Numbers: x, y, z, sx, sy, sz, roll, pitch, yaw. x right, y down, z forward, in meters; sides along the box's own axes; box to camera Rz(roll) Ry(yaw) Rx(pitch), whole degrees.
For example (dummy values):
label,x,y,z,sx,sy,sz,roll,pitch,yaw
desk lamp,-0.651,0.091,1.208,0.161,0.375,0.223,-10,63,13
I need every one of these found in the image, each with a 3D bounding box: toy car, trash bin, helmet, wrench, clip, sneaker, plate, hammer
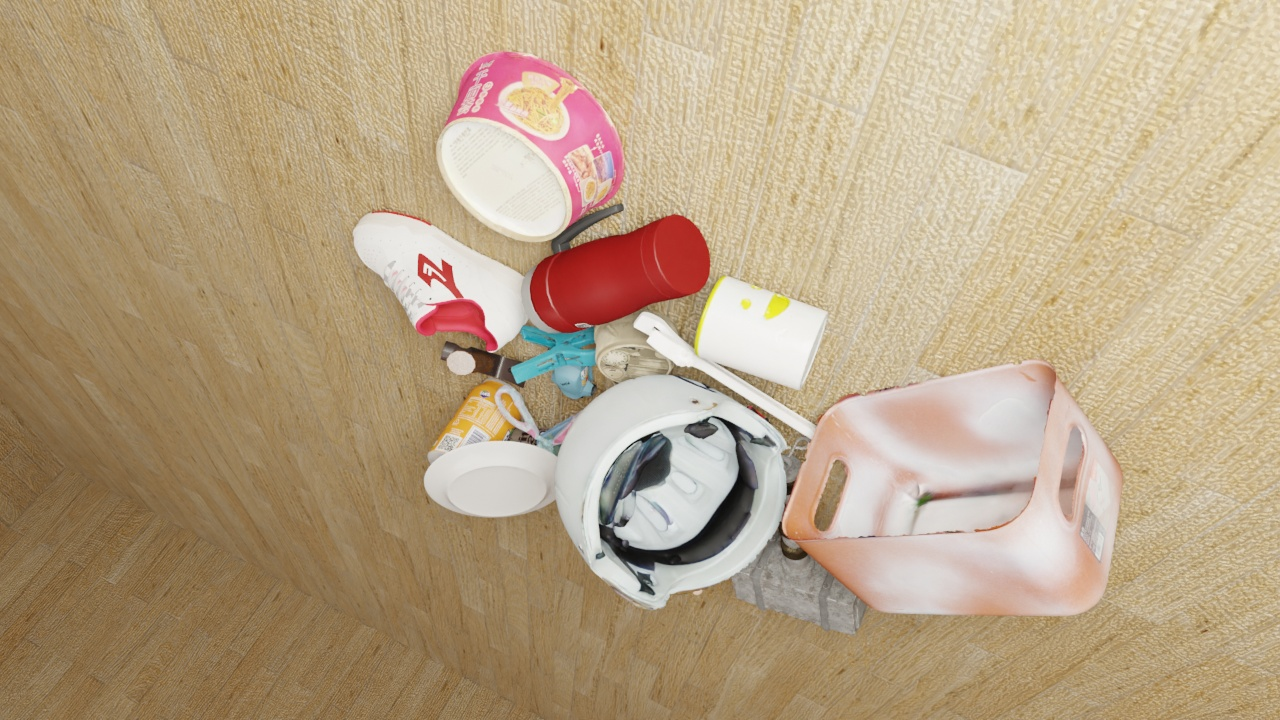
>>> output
label,x,y,z,sx,sy,sz,roll,pitch,yaw
toy car,-0.088,0.013,1.140,0.060,0.027,0.108,20,146,15
trash bin,0.291,0.131,0.862,0.157,0.181,0.260,44,144,-24
helmet,0.024,0.125,0.987,0.263,0.237,0.163,30,-173,-38
wrench,0.103,0.026,0.956,0.273,0.018,0.066,31,-165,-26
clip,-0.087,-0.021,1.070,0.120,0.103,0.027,-3,140,12
sneaker,-0.246,-0.084,1.062,0.236,0.104,0.090,28,148,5
plate,-0.189,0.167,1.211,0.188,0.016,0.189,-5,141,-4
hammer,-0.190,0.003,1.060,0.115,0.033,0.323,17,178,-5
hammer,0.191,0.210,1.152,0.177,0.079,0.327,12,138,27

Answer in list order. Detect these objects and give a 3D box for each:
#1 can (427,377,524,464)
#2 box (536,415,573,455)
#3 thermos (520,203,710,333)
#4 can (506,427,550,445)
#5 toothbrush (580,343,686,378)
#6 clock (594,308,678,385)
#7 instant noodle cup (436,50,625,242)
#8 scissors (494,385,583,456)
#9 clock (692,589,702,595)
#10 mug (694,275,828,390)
label,x,y,z,sx,sy,sz,roll,pitch,yaw
can,-0.223,0.099,1.257,0.079,0.142,0.079,21,147,14
box,-0.033,0.108,1.185,0.210,0.020,0.125,-30,116,37
thermos,-0.033,-0.093,0.911,0.199,0.083,0.108,-13,98,45
can,-0.141,0.123,1.308,0.136,0.054,0.054,1,137,38
toothbrush,-0.006,0.006,1.077,0.167,0.016,0.016,22,146,12
clock,-0.008,0.001,1.009,0.093,0.054,0.141,7,146,-5
instant noodle cup,-0.110,-0.184,0.843,0.179,0.077,0.179,21,146,14
scissors,-0.131,0.092,1.198,0.173,0.013,0.171,39,134,-10
clock,0.053,0.216,1.201,0.086,0.131,0.161,9,-176,-38
mug,0.115,-0.026,0.875,0.106,0.082,0.083,20,146,13
